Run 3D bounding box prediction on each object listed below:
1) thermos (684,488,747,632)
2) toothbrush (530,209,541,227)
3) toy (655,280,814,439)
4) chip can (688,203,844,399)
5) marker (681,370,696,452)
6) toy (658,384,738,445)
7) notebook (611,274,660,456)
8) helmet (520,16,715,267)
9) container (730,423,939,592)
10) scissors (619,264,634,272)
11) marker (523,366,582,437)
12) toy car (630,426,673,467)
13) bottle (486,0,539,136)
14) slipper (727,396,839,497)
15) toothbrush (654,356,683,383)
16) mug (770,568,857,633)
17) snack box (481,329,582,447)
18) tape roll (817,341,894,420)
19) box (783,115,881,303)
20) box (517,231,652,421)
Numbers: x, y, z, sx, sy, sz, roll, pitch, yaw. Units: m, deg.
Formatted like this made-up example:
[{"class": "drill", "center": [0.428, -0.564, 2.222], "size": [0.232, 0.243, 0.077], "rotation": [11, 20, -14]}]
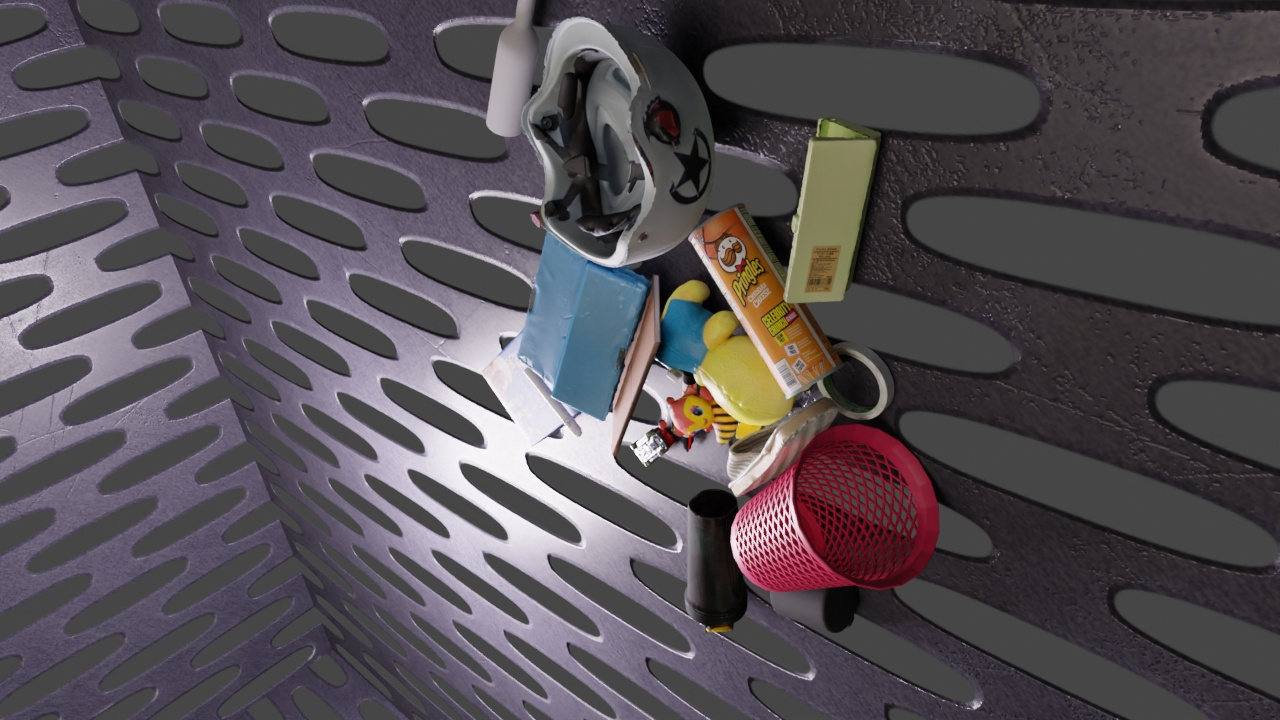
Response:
[{"class": "thermos", "center": [0.110, 0.300, 1.350], "size": [0.098, 0.097, 0.221], "rotation": [21, 127, 39]}, {"class": "toothbrush", "center": [-0.096, -0.141, 1.318], "size": [0.190, 0.016, 0.016], "rotation": [52, 143, 6]}, {"class": "toy", "center": [0.103, 0.004, 1.144], "size": [0.214, 0.083, 0.149], "rotation": [42, 146, 21]}, {"class": "chip can", "center": [0.141, -0.067, 1.035], "size": [0.215, 0.075, 0.075], "rotation": [59, 144, 6]}, {"class": "marker", "center": [0.068, 0.075, 1.289], "size": [0.019, 0.019, 0.146], "rotation": [29, 135, 33]}, {"class": "toy", "center": [0.081, 0.074, 1.238], "size": [0.103, 0.046, 0.084], "rotation": [16, 106, 1]}, {"class": "notebook", "center": [-0.007, 0.007, 1.228], "size": [0.008, 0.141, 0.210], "rotation": [12, 131, -10]}, {"class": "helmet", "center": [-0.007, -0.244, 1.018], "size": [0.237, 0.163, 0.264], "rotation": [15, 117, 53]}, {"class": "container", "center": [0.211, 0.198, 1.101], "size": [0.183, 0.182, 0.226], "rotation": [53, 151, 6]}, {"class": "scissors", "center": [-0.042, -0.157, 1.236], "size": [0.172, 0.013, 0.171], "rotation": [43, 140, 26]}, {"class": "marker", "center": [-0.131, 0.062, 1.393], "size": [0.020, 0.017, 0.133], "rotation": [-41, 84, 16]}, {"class": "toy car", "center": [0.018, 0.127, 1.369], "size": [0.042, 0.036, 0.091], "rotation": [52, 143, 6]}, {"class": "bottle", "center": [-0.161, -0.383, 1.181], "size": [0.052, 0.052, 0.196], "rotation": [43, 142, 18]}, {"class": "slipper", "center": [0.163, 0.100, 1.095], "size": [0.054, 0.114, 0.273], "rotation": [62, 162, 17]}, {"class": "toothbrush", "center": [-0.006, -0.025, 1.303], "size": [0.180, 0.016, 0.016], "rotation": [40, 135, 24]}, {"class": "mug", "center": [0.243, 0.325, 1.239], "size": [0.088, 0.078, 0.113], "rotation": [6, 147, 47]}, {"class": "snack box", "center": [-0.154, 0.032, 1.468], "size": [0.155, 0.069, 0.203], "rotation": [55, 143, 2]}, {"class": "tape roll", "center": [0.244, 0.024, 1.050], "size": [0.094, 0.018, 0.094], "rotation": [30, 136, 33]}, {"class": "box", "center": [0.198, -0.150, 0.947], "size": [0.077, 0.090, 0.188], "rotation": [15, 127, 17]}, {"class": "box", "center": [-0.090, -0.044, 1.252], "size": [0.177, 0.047, 0.232], "rotation": [29, 126, 17]}]
